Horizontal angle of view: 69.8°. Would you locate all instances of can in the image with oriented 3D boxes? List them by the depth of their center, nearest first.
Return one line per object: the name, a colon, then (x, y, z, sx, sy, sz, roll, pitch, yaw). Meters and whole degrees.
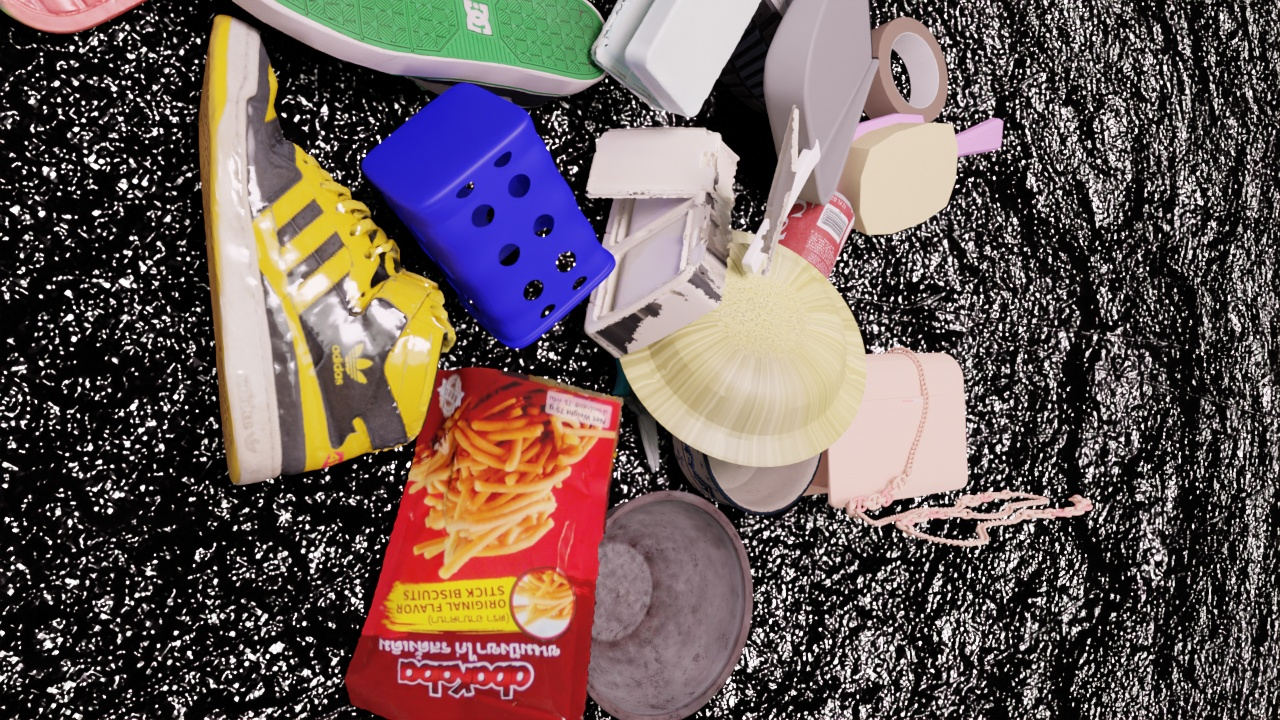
can: (0.127, -0.085, 0.718, 0.054, 0.054, 0.096, 39, 66, -27)

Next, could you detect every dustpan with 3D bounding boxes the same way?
dustpan: (0.121, -0.171, 0.641, 0.257, 0.033, 0.163, -60, 153, -16)

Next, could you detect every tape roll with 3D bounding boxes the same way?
tape roll: (0.231, -0.253, 0.814, 0.093, 0.030, 0.093, 3, 86, -35)

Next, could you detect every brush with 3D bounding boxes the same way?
brush: (0.250, -0.172, 0.792, 0.228, 0.043, 0.089, -22, 121, -29)

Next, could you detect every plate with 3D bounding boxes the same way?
plate: (0.077, -0.022, 0.620, 0.184, 0.036, 0.184, 7, 62, -13)

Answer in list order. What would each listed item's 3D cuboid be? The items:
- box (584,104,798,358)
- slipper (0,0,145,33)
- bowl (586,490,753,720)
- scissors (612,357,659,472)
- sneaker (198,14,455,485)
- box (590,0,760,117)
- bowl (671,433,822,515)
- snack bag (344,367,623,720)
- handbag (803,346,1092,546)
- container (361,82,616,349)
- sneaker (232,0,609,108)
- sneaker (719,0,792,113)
box: (0.031, -0.102, 0.555, 0.081, 0.182, 0.143, 37, 43, -30)
slipper: (-0.228, -0.256, 0.480, 0.248, 0.059, 0.103, -43, 112, -12)
bowl: (-0.001, 0.157, 0.605, 0.144, 0.067, 0.145, 3, 86, -35)
scissors: (-0.008, 0.001, 0.638, 0.135, 0.019, 0.130, 41, 63, -23)
sneaker: (-0.165, -0.058, 0.491, 0.122, 0.086, 0.238, -4, 93, -29)
box: (0.053, -0.248, 0.557, 0.086, 0.072, 0.199, 28, 89, -22)
bowl: (0.071, 0.052, 0.667, 0.115, 0.059, 0.115, 3, 86, -35)
snack bag: (-0.084, 0.113, 0.538, 0.139, 0.067, 0.207, 9, 77, 6)
handbag: (0.232, 0.053, 0.700, 0.198, 0.187, 0.116, -2, 95, -30)
container: (-0.085, -0.082, 0.519, 0.084, 0.085, 0.114, -43, 137, -11)
sneaker: (-0.130, -0.189, 0.523, 0.234, 0.079, 0.084, 2, 79, -42)
sneaker: (0.088, -0.300, 0.654, 0.124, 0.089, 0.240, -57, 135, -18)
